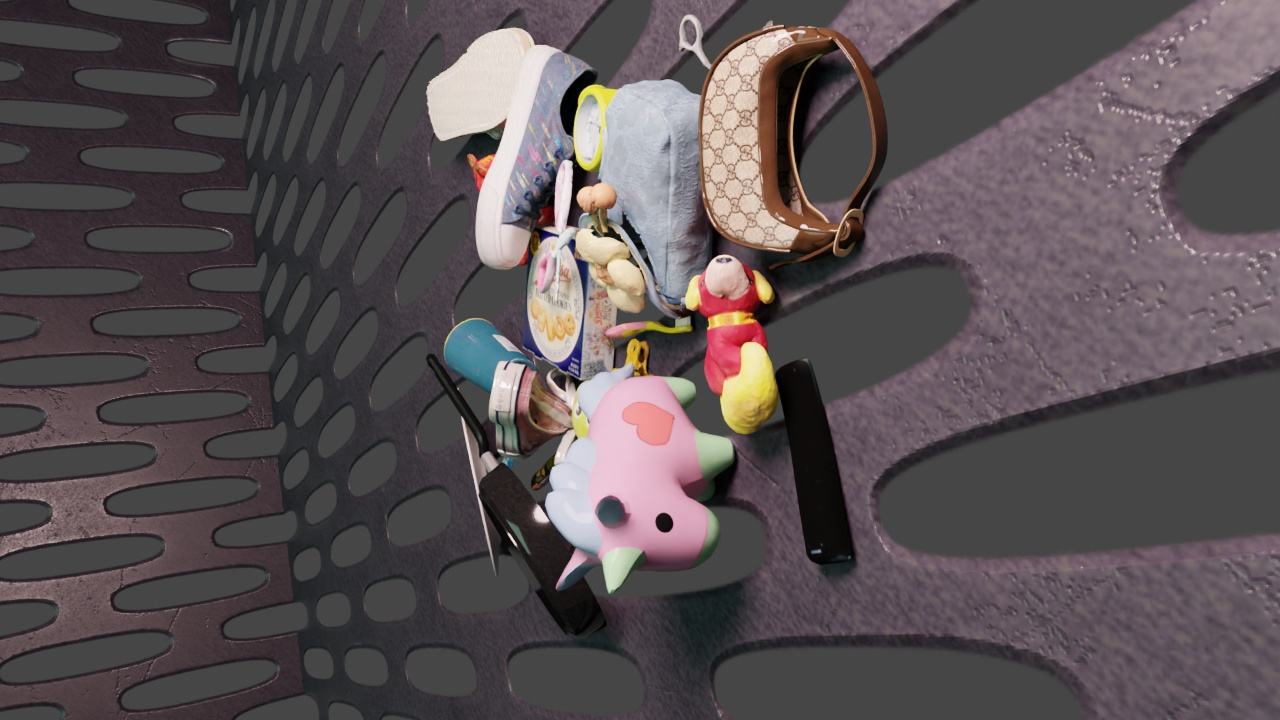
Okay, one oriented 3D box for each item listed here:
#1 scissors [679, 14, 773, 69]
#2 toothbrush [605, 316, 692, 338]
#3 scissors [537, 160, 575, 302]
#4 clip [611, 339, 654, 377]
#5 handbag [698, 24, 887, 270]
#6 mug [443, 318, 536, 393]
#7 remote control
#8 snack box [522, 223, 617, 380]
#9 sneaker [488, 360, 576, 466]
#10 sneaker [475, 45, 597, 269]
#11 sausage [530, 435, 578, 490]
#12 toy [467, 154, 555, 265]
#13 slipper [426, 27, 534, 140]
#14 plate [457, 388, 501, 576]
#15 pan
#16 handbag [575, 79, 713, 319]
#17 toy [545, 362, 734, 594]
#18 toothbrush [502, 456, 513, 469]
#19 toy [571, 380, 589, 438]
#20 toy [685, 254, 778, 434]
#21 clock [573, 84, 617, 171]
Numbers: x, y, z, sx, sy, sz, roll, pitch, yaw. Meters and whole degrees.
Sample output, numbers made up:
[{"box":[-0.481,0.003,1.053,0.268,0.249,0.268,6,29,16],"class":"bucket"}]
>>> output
[{"box":[0.061,-0.218,0.756,0.141,0.014,0.175,62,145,24],"class":"scissors"},{"box":[0.006,-0.031,0.865,0.136,0.021,0.016,-2,88,55],"class":"toothbrush"},{"box":[-0.078,-0.125,0.877,0.171,0.014,0.168,162,117,-76],"class":"scissors"},{"box":[-0.007,0.006,0.884,0.054,0.045,0.048,10,127,60],"class":"clip"},{"box":[0.108,-0.149,0.650,0.139,0.063,0.166,4,99,49],"class":"handbag"},{"box":[-0.180,0.004,1.128,0.121,0.078,0.078,31,120,48],"class":"mug"},{"box":[0.125,0.075,0.681,0.041,0.020,0.151,-29,66,57],"class":"remote control"},{"box":[-0.075,-0.066,0.971,0.144,0.042,0.145,25,115,56],"class":"snack box"},{"box":[-0.109,0.058,0.993,0.241,0.088,0.118,105,173,-75],"class":"sneaker"},{"box":[-0.101,-0.203,0.947,0.079,0.087,0.235,17,93,22],"class":"sneaker"},{"box":[-0.096,0.117,1.049,0.156,0.020,0.020,-45,56,51],"class":"sausage"},{"box":[-0.151,-0.174,1.036,0.088,0.093,0.133,17,109,57],"class":"toy"},{"box":[-0.192,-0.330,1.122,0.273,0.054,0.114,-2,95,54],"class":"slipper"},{"box":[-0.201,0.152,1.165,0.243,0.016,0.242,167,91,-80],"class":"plate"},{"box":[-0.150,0.143,0.988,0.355,0.044,0.204,54,164,13],"class":"pan"},{"box":[0.002,-0.130,0.763,0.122,0.118,0.192,47,143,45],"class":"handbag"},{"box":[-0.010,0.085,0.759,0.222,0.170,0.120,60,140,36],"class":"toy"},{"box":[-0.170,0.125,1.178,0.022,0.017,0.135,59,142,36],"class":"toothbrush"},{"box":[-0.042,0.084,0.936,0.092,0.043,0.118,29,120,53],"class":"toy"},{"box":[0.076,-0.011,0.717,0.106,0.067,0.137,140,120,-76],"class":"toy"},{"box":[-0.030,-0.216,0.868,0.119,0.057,0.083,-146,58,-60],"class":"clock"}]
